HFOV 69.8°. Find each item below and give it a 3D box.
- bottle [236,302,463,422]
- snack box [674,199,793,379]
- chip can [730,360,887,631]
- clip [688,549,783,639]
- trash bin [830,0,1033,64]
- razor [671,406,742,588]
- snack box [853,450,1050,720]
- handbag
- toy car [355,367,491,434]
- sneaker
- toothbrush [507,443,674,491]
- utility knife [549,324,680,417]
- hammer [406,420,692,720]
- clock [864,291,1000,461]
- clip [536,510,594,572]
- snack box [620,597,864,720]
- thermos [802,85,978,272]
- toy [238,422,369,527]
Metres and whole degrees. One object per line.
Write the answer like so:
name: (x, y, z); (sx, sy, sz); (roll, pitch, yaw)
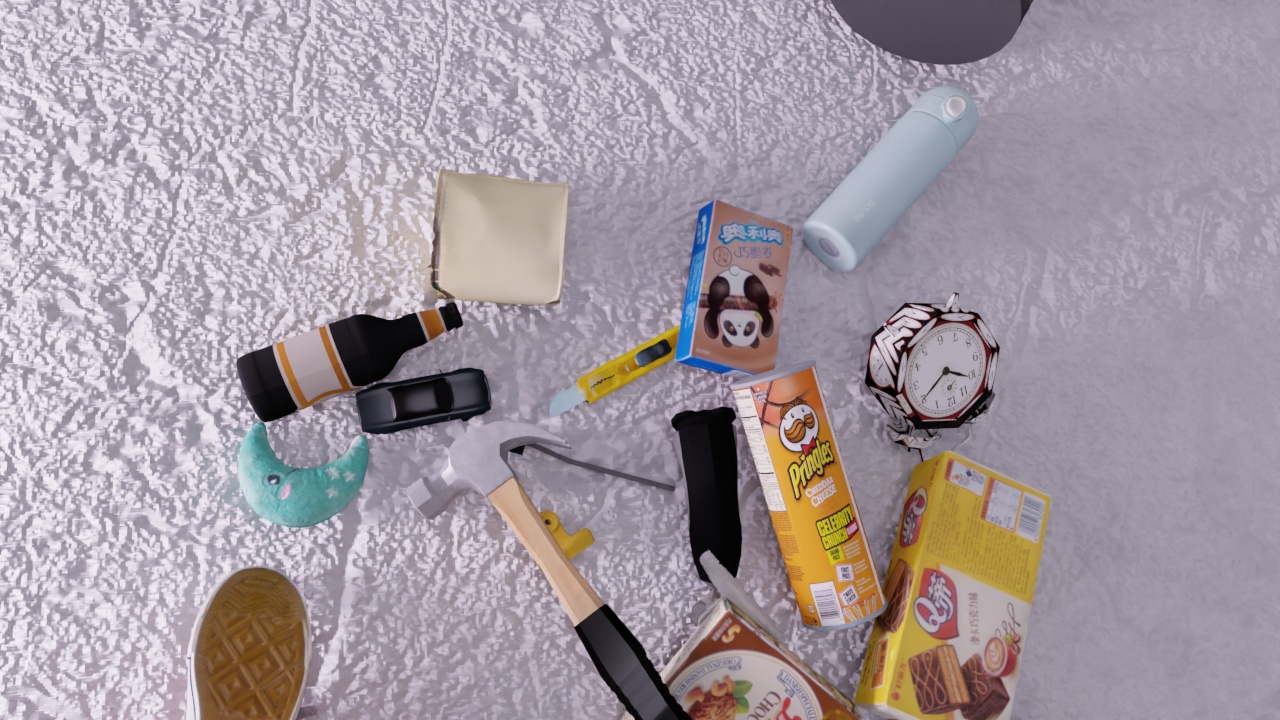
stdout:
bottle: (-0.238, -0.008, 0.772); (0.181, 0.059, 0.059); (-22, 82, -13)
snack box: (0.087, -0.062, 0.840); (0.087, 0.034, 0.151); (15, 75, -22)
chip can: (0.143, 0.113, 0.782); (0.075, 0.075, 0.215); (-17, 91, -12)
clip: (0.069, 0.212, 0.790); (0.058, 0.050, 0.102); (-37, 108, 12)
trash bin: (0.309, -0.437, 0.879); (0.218, 0.218, 0.227); (26, 79, -3)
razor: (0.062, 0.120, 0.796); (0.057, 0.060, 0.156); (-6, 83, -5)
snack box: (0.271, 0.205, 0.792); (0.110, 0.062, 0.229); (24, 67, -4)
handbag: (-0.125, -0.106, 0.805); (0.119, 0.081, 0.111); (4, 85, -10)
toy car: (-0.185, 0.035, 0.785); (0.112, 0.034, 0.046); (-11, 80, -12)
sneaker: (-0.304, 0.278, 0.687); (0.118, 0.088, 0.240); (11, 52, -18)
toothbrush: (-0.050, 0.091, 0.806); (0.167, 0.013, 0.013); (16, 84, -6)
utility knife: (-0.005, 0.005, 0.832); (0.179, 0.017, 0.030); (-29, 76, -11)
hammer: (-0.049, 0.191, 0.733); (0.131, 0.039, 0.328); (-36, 75, -6)
clock: (0.267, 0.020, 0.847); (0.114, 0.065, 0.155); (-23, 111, -14)
clip: (-0.071, 0.154, 0.788); (0.054, 0.045, 0.049); (-33, 42, -13)
snack box: (0.080, 0.297, 0.749); (0.147, 0.041, 0.143); (40, 92, 0)
thermos: (0.243, -0.178, 0.880); (0.065, 0.078, 0.206); (42, 77, 6)
toy: (-0.283, 0.095, 0.759); (0.105, 0.033, 0.085); (10, 66, -6)
